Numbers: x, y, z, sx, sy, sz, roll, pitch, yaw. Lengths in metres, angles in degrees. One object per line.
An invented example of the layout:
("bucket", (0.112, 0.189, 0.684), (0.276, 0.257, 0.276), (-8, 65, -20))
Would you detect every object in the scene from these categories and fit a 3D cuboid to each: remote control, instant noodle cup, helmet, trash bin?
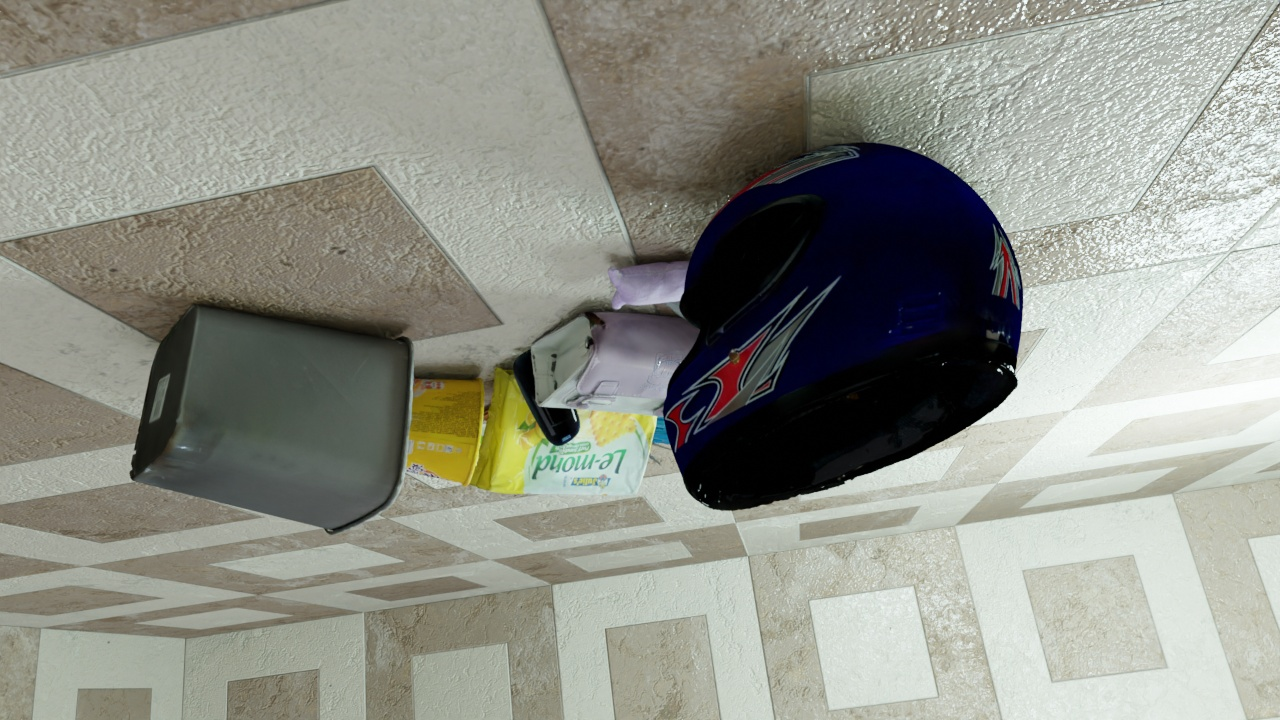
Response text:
("remote control", (-0.109, 0.048, 1.107), (0.053, 0.136, 0.024), (-33, -150, -16))
("instant noodle cup", (-0.259, 0.082, 1.125), (0.109, 0.137, 0.138), (8, 156, -17))
("helmet", (0.146, -0.039, 0.763), (0.247, 0.240, 0.316), (18, 139, -43))
("trash bin", (-0.378, 0.059, 0.945), (0.219, 0.198, 0.199), (17, 149, -36))

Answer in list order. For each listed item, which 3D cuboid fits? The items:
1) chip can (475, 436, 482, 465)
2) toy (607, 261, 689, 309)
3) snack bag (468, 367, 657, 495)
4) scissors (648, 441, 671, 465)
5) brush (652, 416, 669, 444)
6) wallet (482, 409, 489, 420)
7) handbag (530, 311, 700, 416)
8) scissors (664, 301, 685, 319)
("chip can", (-0.253, 0.143, 1.364), (0.073, 0.072, 0.221), (-19, 157, 29))
("toy", (0.021, -0.076, 0.920), (0.108, 0.039, 0.084), (-8, 160, -5))
("snack bag", (-0.092, 0.091, 1.186), (0.246, 0.158, 0.068), (6, -167, -30))
("scissors", (-0.035, 0.102, 1.313), (0.160, 0.014, 0.181), (0, 142, 39))
("brush", (-0.020, 0.109, 1.391), (0.109, 0.060, 0.315), (6, 159, -20))
("wallet", (-0.149, 0.071, 1.263), (0.107, 0.031, 0.132), (9, 157, -35))
("handbag", (-0.006, 0.006, 1.061), (0.196, 0.098, 0.145), (5, 151, -32))
("scissors", (0.119, -0.019, 1.007), (0.222, 0.015, 0.190), (7, 139, 7))
